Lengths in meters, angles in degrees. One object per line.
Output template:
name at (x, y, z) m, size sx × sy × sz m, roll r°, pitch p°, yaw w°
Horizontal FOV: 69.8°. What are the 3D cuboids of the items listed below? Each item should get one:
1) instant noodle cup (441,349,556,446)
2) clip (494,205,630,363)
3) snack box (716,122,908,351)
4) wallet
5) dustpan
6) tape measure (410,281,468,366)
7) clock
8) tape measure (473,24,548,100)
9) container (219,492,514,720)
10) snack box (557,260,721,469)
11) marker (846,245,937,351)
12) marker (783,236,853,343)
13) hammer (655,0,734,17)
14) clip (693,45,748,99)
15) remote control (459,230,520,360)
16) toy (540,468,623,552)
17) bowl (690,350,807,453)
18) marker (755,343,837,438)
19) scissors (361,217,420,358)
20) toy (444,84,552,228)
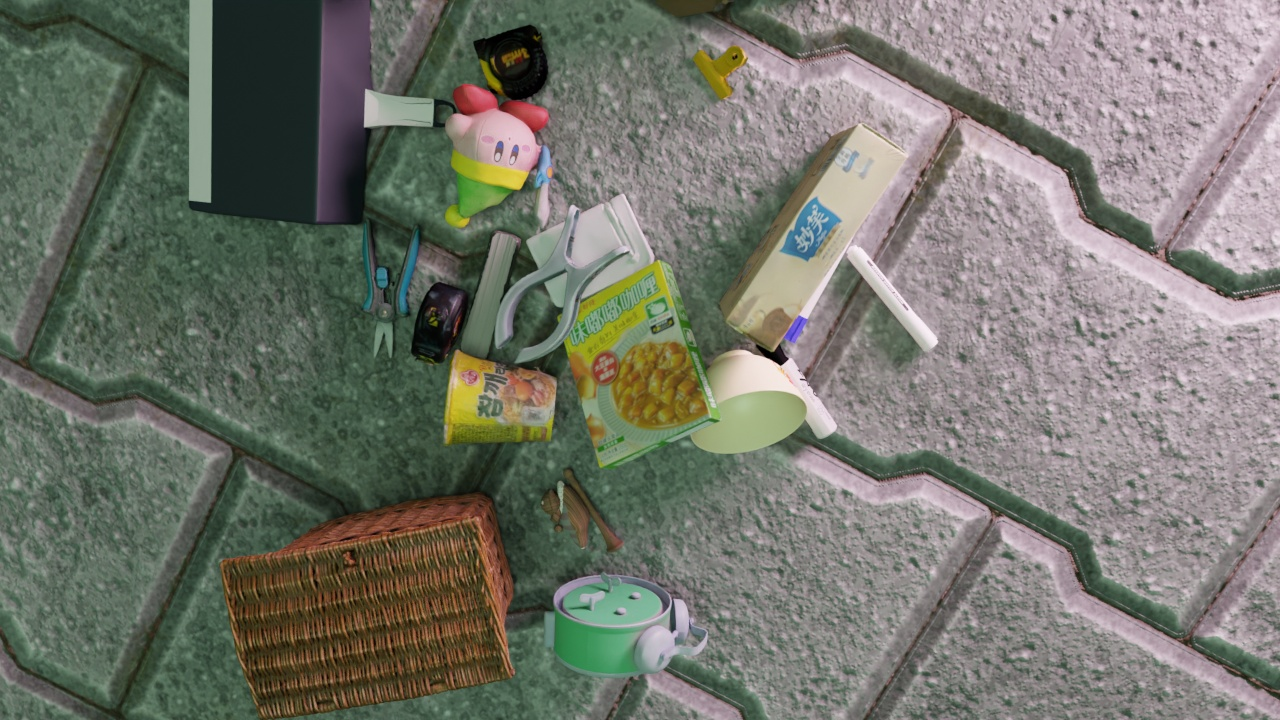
instant noodle cup at (-0.143, 0.045, 0.938) m, size 0.108 × 0.102 × 0.102 m, roll 6°, pitch 100°, yaw -7°
clip at (-0.098, -0.079, 0.916) m, size 0.108 × 0.028 × 0.163 m, roll 42°, pitch 98°, yaw 6°
snack box at (0.153, -0.115, 0.861) m, size 0.055 × 0.153 × 0.207 m, roll 33°, pitch 100°, yaw -3°
wallet at (-0.049, -0.110, 0.937) m, size 0.116 × 0.032 × 0.086 m, roll -21°, pitch 89°, yaw 10°
dustpan at (-0.321, -0.257, 0.921) m, size 0.273 × 0.080 × 0.236 m, roll 9°, pitch 100°, yaw 22°
tape measure at (-0.204, -0.042, 0.934) m, size 0.042 × 0.072 × 0.072 m, roll 18°, pitch 128°, yaw 2°
clock at (-0.011, 0.271, 0.944) m, size 0.162 × 0.121 × 0.075 m, roll 6°, pitch 101°, yaw 21°
tape measure at (-0.122, -0.291, 0.906) m, size 0.067 × 0.038 × 0.062 m, roll -19°, pitch 90°, yaw 3°
container at (-0.250, 0.229, 0.923) m, size 0.250 × 0.183 × 0.162 m, roll -11°, pitch 98°, yaw 4°
snack box at (-0.005, 0.005, 0.899) m, size 0.132 × 0.027 × 0.168 m, roll -27°, pitch 69°, yaw 27°
marker at (0.256, -0.065, 0.934) m, size 0.133 × 0.017 × 0.020 m, roll 49°, pitch 62°, yaw -5°
marker at (0.183, -0.084, 0.932) m, size 0.020 × 0.020 × 0.141 m, roll 28°, pitch 100°, yaw -2°
hammer at (0.096, -0.374, 0.733) m, size 0.190 × 0.324 × 0.101 m, roll -9°, pitch 99°, yaw 4°
clip at (0.083, -0.290, 0.898) m, size 0.046 × 0.035 × 0.053 m, roll -34°, pitch 95°, yaw 15°
remote control at (-0.157, -0.067, 0.956) m, size 0.033 × 0.013 × 0.136 m, roll 17°, pitch 102°, yaw 1°
toy at (-0.067, 0.168, 0.978) m, size 0.054 × 0.042 × 0.102 m, roll -33°, pitch 88°, yaw -15°
bowl at (0.101, 0.032, 0.924) m, size 0.118 × 0.118 × 0.074 m, roll -16°, pitch 56°, yaw 5°
marker at (0.159, 0.024, 0.949) m, size 0.025 × 0.025 × 0.126 m, roll -34°, pitch 96°, yaw 8°
scissors at (-0.264, -0.081, 0.956) m, size 0.122 × 0.019 × 0.149 m, roll -30°, pitch 102°, yaw 4°
toy at (-0.147, -0.195, 0.915) m, size 0.124 × 0.097 × 0.131 m, roll 7°, pitch 93°, yaw -38°
